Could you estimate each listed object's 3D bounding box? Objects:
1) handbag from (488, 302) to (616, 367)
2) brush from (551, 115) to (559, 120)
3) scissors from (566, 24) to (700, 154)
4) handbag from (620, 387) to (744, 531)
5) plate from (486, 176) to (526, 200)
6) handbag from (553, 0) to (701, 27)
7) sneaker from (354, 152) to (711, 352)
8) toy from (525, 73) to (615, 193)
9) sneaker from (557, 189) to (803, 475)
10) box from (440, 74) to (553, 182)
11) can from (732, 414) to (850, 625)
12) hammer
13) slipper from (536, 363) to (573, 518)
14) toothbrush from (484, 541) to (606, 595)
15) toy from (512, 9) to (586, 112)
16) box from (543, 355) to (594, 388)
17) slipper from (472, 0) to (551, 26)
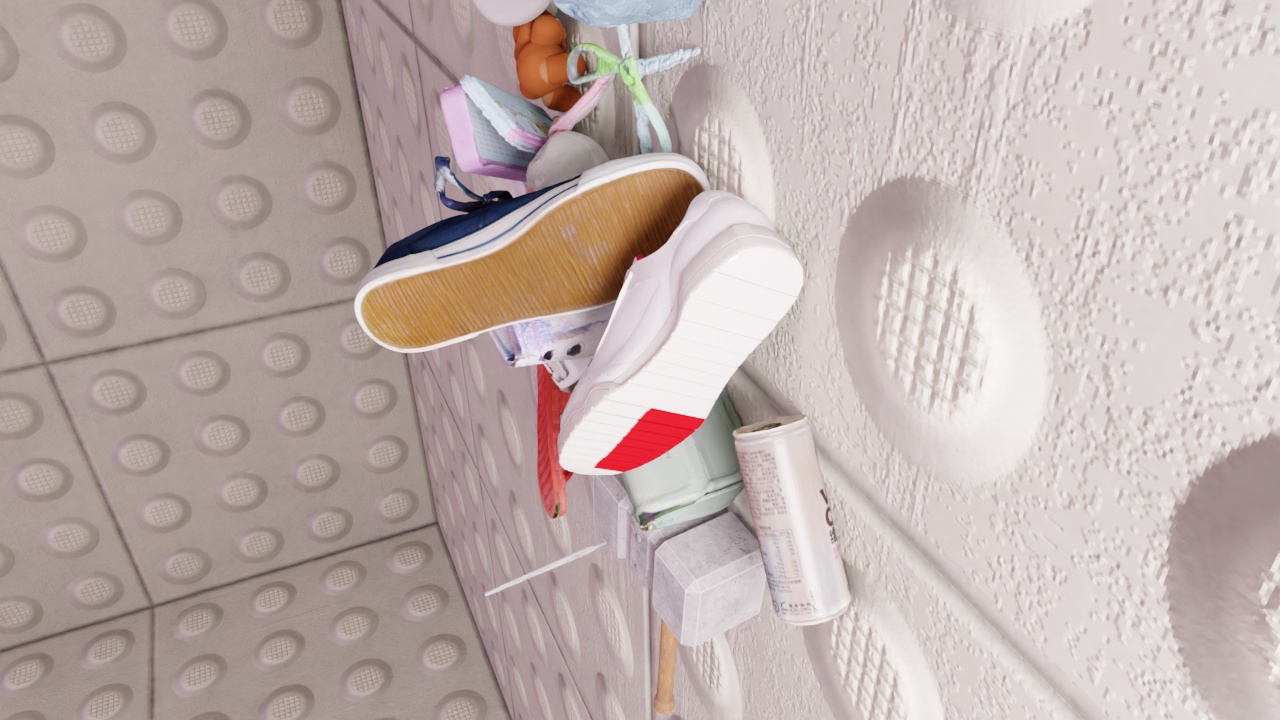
[{"bbox_3d":[-0.056,-0.046,0.808,0.126,0.158,0.069,-123,30,-42],"label":"handbag"},{"bbox_3d":[-0.075,-0.185,0.981,0.039,0.012,0.151,-166,63,-69],"label":"brush"},{"bbox_3d":[-0.007,-0.228,0.718,0.172,0.021,0.172,16,119,54],"label":"scissors"},{"bbox_3d":[0.027,0.066,0.740,0.067,0.106,0.121,118,134,-59],"label":"handbag"},{"bbox_3d":[-0.133,-0.161,1.038,0.182,0.034,0.182,63,176,7],"label":"plate"},{"bbox_3d":[-0.031,-0.302,0.627,0.191,0.121,0.119,64,157,18],"label":"handbag"},{"bbox_3d":[-0.087,-0.108,0.732,0.127,0.295,0.121,-89,-23,-51],"label":"sneaker"},{"bbox_3d":[-0.044,-0.137,0.795,0.131,0.105,0.205,104,148,-59],"label":"toy"},{"bbox_3d":[0.011,-0.021,0.659,0.237,0.090,0.104,-54,39,32],"label":"sneaker"},{"bbox_3d":[-0.119,-0.214,0.859,0.078,0.065,0.214,64,-167,-2],"label":"box"},{"bbox_3d":[0.104,0.109,0.630,0.054,0.054,0.135,171,85,-71],"label":"can"},{"bbox_3d":[0.028,0.243,0.865,0.162,0.082,0.318,47,146,41],"label":"hammer"},{"bbox_3d":[-0.097,0.074,1.161,0.104,0.059,0.248,124,145,-64],"label":"slipper"},{"bbox_3d":[-0.073,0.208,0.943,0.010,0.181,0.010,54,157,41],"label":"toothbrush"},{"bbox_3d":[-0.094,-0.307,0.898,0.095,0.065,0.127,117,144,-53],"label":"toy"},{"bbox_3d":[-0.102,-0.020,1.017,0.107,0.091,0.103,57,158,0],"label":"box"},{"bbox_3d":[-0.124,-0.445,0.845,0.113,0.080,0.266,-12,99,27],"label":"slipper"}]
